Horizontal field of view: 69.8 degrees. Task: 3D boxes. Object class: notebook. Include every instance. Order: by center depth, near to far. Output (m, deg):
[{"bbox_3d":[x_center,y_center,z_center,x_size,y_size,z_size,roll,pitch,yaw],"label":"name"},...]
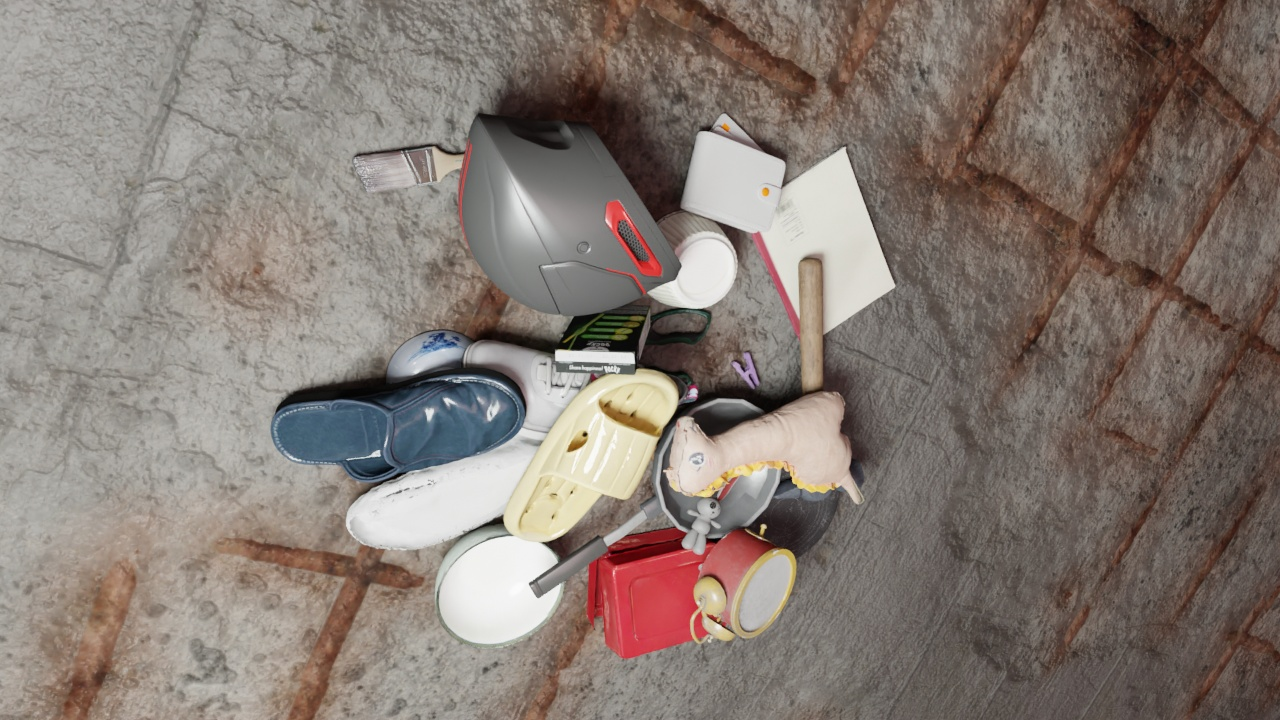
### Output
[{"bbox_3d":[0.226,-0.136,1.143,0.153,0.012,0.209,-33,120,-7],"label":"notebook"}]

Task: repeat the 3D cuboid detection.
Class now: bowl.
[{"bbox_3d":[-0.215,0.027,0.995,0.114,0.045,0.114,-9,114,-21],"label":"bowl"},{"bbox_3d":[0.060,-0.110,1.050,0.115,0.062,0.115,-9,114,-21],"label":"bowl"},{"bbox_3d":[-0.173,0.258,1.092,0.153,0.073,0.153,-9,113,-21],"label":"bowl"}]

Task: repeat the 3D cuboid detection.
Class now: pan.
[{"bbox_3d":[0.018,0.174,1.111,0.356,0.041,0.179,-32,112,-17],"label":"pan"},{"bbox_3d":[0.129,0.171,1.212,0.356,0.040,0.208,25,99,-31],"label":"pan"}]

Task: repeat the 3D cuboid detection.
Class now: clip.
[{"bbox_3d":[0.138,0.009,1.163,0.052,0.014,0.042,32,93,-27],"label":"clip"}]

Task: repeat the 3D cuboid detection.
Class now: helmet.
[{"bbox_3d":[-0.086,-0.137,0.916,0.170,0.164,0.265,-33,130,4],"label":"helmet"}]

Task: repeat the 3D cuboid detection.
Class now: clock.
[{"bbox_3d":[0.111,0.276,1.119,0.158,0.081,0.117,-40,134,-27],"label":"clock"}]

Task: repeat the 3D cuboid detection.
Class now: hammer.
[{"bbox_3d":[0.218,0.029,1.165,0.129,0.040,0.322,-11,109,-18],"label":"hammer"}]

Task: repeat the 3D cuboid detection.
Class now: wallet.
[{"bbox_3d":[0.110,-0.214,1.041,0.118,0.037,0.115,14,89,-27],"label":"wallet"}]

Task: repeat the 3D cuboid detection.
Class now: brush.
[{"bbox_3d":[-0.211,-0.197,0.925,0.151,0.012,0.039,-14,115,-19],"label":"brush"}]

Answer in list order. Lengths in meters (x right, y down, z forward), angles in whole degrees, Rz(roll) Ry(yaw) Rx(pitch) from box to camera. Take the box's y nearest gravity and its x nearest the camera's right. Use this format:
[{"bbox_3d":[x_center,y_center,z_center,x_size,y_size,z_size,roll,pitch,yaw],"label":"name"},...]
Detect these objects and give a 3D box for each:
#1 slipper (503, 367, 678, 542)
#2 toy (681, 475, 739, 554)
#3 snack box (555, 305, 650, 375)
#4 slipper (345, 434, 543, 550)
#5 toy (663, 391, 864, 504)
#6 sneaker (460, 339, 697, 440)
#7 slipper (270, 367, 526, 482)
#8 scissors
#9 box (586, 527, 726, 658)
[{"bbox_3d":[-0.056,0.118,0.974,0.111,0.079,0.262,24,118,-31],"label":"slipper"},{"bbox_3d":[0.082,0.177,1.100,0.049,0.030,0.111,30,75,-24],"label":"toy"},{"bbox_3d":[-0.037,-0.025,0.980,0.080,0.147,0.025,2,112,6],"label":"snack box"},{"bbox_3d":[-0.208,0.140,1.026,0.246,0.074,0.112,-21,118,-6],"label":"slipper"},{"bbox_3d":[0.155,0.126,1.097,0.263,0.065,0.196,-21,98,-28],"label":"toy"},{"bbox_3d":[-0.064,0.029,1.004,0.262,0.096,0.129,19,144,-30],"label":"sneaker"},{"bbox_3d":[-0.248,0.079,0.934,0.265,0.083,0.109,-6,122,-1],"label":"slipper"},{"bbox_3d":[-0.010,0.011,1.097,0.209,0.015,0.142,-9,116,-21],"label":"scissors"},{"bbox_3d":[0.021,0.293,1.172,0.157,0.112,0.135,-7,108,-21],"label":"box"}]
